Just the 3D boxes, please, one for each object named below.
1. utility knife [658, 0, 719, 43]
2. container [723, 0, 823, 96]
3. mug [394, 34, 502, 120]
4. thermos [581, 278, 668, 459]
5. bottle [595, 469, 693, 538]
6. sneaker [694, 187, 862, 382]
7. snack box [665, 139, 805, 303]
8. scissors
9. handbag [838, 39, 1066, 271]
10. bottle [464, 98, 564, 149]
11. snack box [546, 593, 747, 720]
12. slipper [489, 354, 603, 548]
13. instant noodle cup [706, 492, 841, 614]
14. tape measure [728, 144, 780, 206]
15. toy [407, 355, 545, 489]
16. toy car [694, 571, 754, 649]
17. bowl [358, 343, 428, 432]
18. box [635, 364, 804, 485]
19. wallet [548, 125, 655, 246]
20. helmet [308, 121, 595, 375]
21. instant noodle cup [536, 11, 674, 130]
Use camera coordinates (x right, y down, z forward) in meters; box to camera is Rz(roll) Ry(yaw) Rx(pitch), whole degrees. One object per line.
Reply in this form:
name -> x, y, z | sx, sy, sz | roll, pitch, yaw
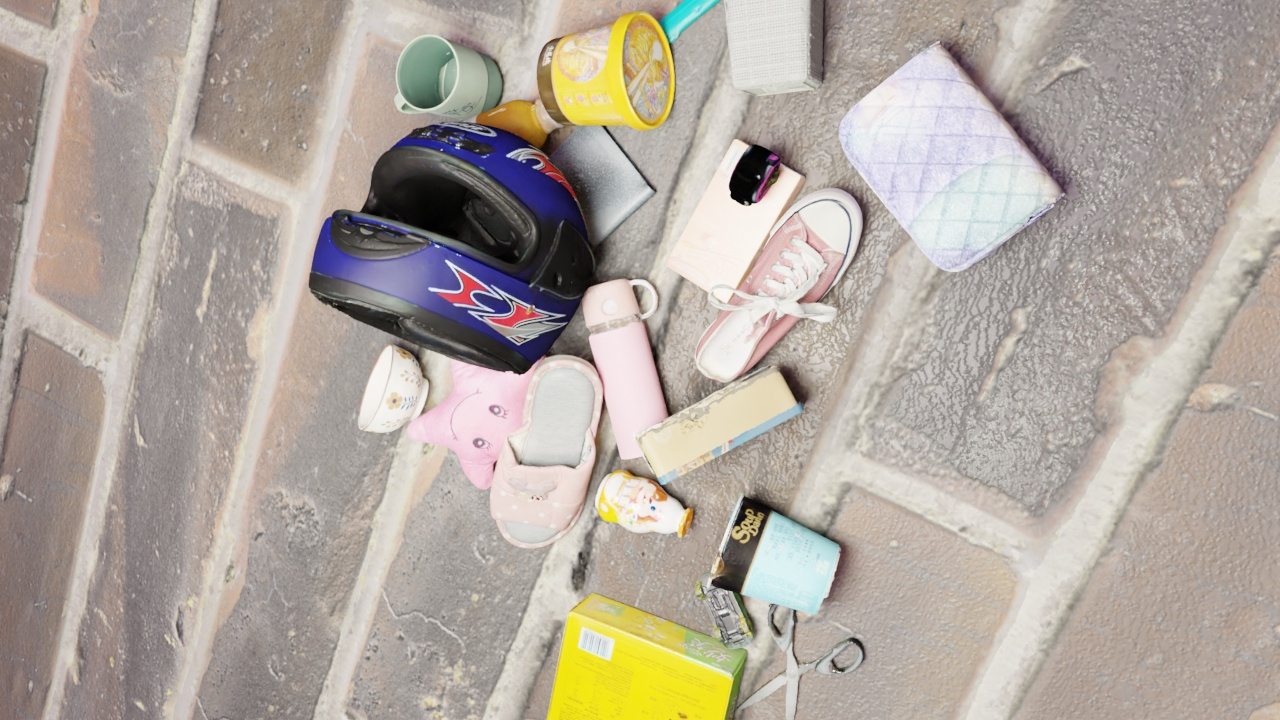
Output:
utility knife -> 0.084, -0.394, 0.973 | 0.197, 0.013, 0.029 | -32, 84, 25
container -> 0.136, -0.330, 0.922 | 0.090, 0.090, 0.114 | 0, 100, 22
mug -> -0.227, -0.316, 1.060 | 0.112, 0.106, 0.082 | -24, 88, 23
thermos -> -0.006, 0.006, 1.040 | 0.087, 0.067, 0.198 | -14, 90, -2
bottle -> 0.005, 0.168, 1.053 | 0.108, 0.063, 0.063 | 18, 103, 19
sneaker -> 0.140, -0.069, 0.940 | 0.118, 0.087, 0.241 | 38, 106, -4
snack box -> 0.101, -0.149, 0.992 | 0.084, 0.026, 0.157 | 34, 108, 14
scissors -> 0.171, 0.348, 1.036 | 0.182, 0.014, 0.159 | -29, 86, 24
handbag -> 0.292, -0.190, 0.884 | 0.134, 0.075, 0.194 | -37, 84, 18
bottle -> -0.175, -0.254, 1.068 | 0.190, 0.067, 0.068 | -18, 90, 23
snack box -> 0.006, 0.387, 1.077 | 0.210, 0.070, 0.158 | 15, 102, 19
slipper -> -0.107, 0.118, 1.058 | 0.114, 0.054, 0.275 | 14, 119, -7
instant noodle cup -> 0.146, 0.215, 0.984 | 0.120, 0.111, 0.111 | 21, 104, 11
tape measure -> 0.117, -0.188, 0.933 | 0.039, 0.057, 0.057 | 31, 65, 11
toy -> -0.174, 0.064, 1.107 | 0.178, 0.074, 0.195 | 34, 107, 2
toy car -> 0.097, 0.281, 1.044 | 0.043, 0.036, 0.091 | -27, 87, 24
bowl -> -0.305, 0.040, 1.153 | 0.062, 0.113, 0.114 | 19, 108, -25
box -> 0.086, 0.064, 0.968 | 0.184, 0.090, 0.064 | -26, 87, 0
wallet -> -0.052, -0.207, 1.053 | 0.097, 0.019, 0.121 | -40, 80, 20
helmet -> -0.184, -0.129, 0.959 | 0.247, 0.315, 0.240 | 14, 82, 20
instant noodle cup -> -0.039, -0.304, 0.986 | 0.115, 0.118, 0.118 | 2, 98, 30
